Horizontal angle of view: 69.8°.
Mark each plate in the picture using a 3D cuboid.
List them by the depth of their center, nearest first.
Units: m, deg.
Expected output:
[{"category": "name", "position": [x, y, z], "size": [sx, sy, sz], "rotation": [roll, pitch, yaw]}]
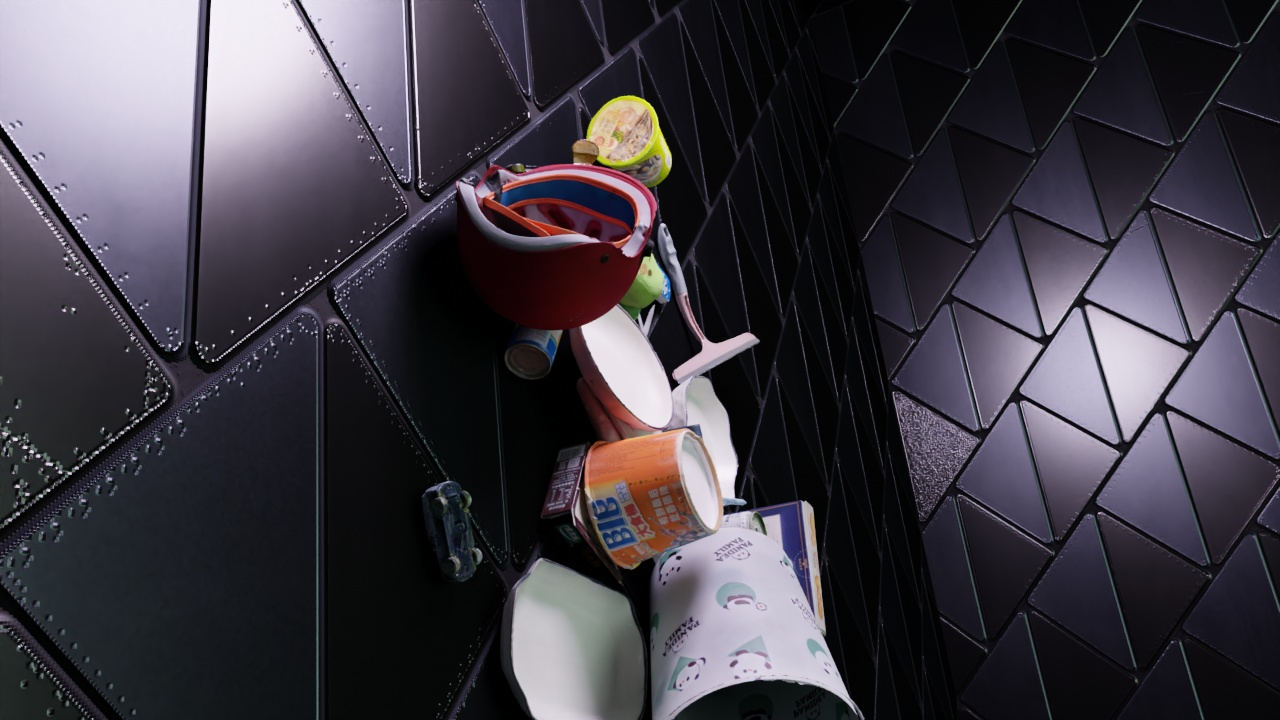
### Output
[{"category": "plate", "position": [-0.069, 0.307, 0.956], "size": [0.265, 0.034, 0.161], "rotation": [41, 41, -51]}, {"category": "plate", "position": [-0.029, 0.006, 1.117], "size": [0.192, 0.039, 0.192], "rotation": [47, 24, -29]}, {"category": "plate", "position": [0.092, 0.125, 1.391], "size": [0.204, 0.046, 0.205], "rotation": [-14, 90, -69]}]

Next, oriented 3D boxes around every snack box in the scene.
[{"category": "snack box", "position": [-0.057, 0.175, 1.038], "size": [0.113, 0.053, 0.125], "rotation": [58, 29, -33]}, {"category": "snack box", "position": [0.153, 0.296, 1.256], "size": [0.046, 0.183, 0.177], "rotation": [42, 40, -51]}]

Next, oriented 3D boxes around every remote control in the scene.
[{"category": "remote control", "position": [0.009, -0.139, 1.408], "size": [0.125, 0.024, 0.049], "rotation": [49, 34, -45]}]

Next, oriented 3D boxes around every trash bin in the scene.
[{"category": "trash bin", "position": [0.113, 0.342, 1.056], "size": [0.230, 0.230, 0.251], "rotation": [59, 12, -29]}]

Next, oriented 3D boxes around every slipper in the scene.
[{"category": "slipper", "position": [-0.017, 0.096, 1.168], "size": [0.274, 0.055, 0.114], "rotation": [61, 21, -4]}]

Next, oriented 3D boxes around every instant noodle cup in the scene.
[{"category": "instant noodle cup", "position": [0.020, 0.149, 1.033], "size": [0.151, 0.112, 0.151], "rotation": [53, 27, -42]}, {"category": "instant noodle cup", "position": [-0.008, -0.322, 1.397], "size": [0.123, 0.112, 0.111], "rotation": [35, 45, -67]}]

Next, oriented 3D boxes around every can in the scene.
[{"category": "can", "position": [-0.114, -0.043, 1.049], "size": [0.053, 0.053, 0.134], "rotation": [57, 30, -34]}, {"category": "can", "position": [0.088, 0.236, 1.197], "size": [0.058, 0.147, 0.058], "rotation": [42, 40, -50]}]

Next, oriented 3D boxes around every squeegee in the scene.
[{"category": "squeegee", "position": [0.075, -0.106, 1.512], "size": [0.246, 0.040, 0.249], "rotation": [-25, 93, -48]}]

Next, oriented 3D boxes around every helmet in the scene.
[{"category": "helmet", "position": [-0.091, -0.119, 0.993], "size": [0.239, 0.207, 0.144], "rotation": [-41, 149, -55]}]

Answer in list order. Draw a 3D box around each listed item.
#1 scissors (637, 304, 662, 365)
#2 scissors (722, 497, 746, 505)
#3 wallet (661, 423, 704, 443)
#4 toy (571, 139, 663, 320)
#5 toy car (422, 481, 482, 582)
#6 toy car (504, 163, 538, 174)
[{"category": "scissors", "position": [0.008, -0.031, 1.353], "size": [0.159, 0.014, 0.178], "rotation": [62, 26, -26]}, {"category": "scissors", "position": [0.070, 0.189, 1.230], "size": [0.133, 0.118, 0.017], "rotation": [49, 3, 3]}, {"category": "wallet", "position": [0.061, 0.149, 1.274], "size": [0.033, 0.090, 0.115], "rotation": [-12, 86, -42]}, {"category": "toy", "position": [-0.043, -0.169, 1.236], "size": [0.247, 0.090, 0.226], "rotation": [56, 39, -26]}, {"category": "toy car", "position": [-0.172, 0.155, 0.828], "size": [0.042, 0.034, 0.090], "rotation": [-9, 86, -68]}, {"category": "toy car", "position": [-0.115, -0.201, 1.118], "size": [0.157, 0.042, 0.070], "rotation": [-12, 87, -44]}]
